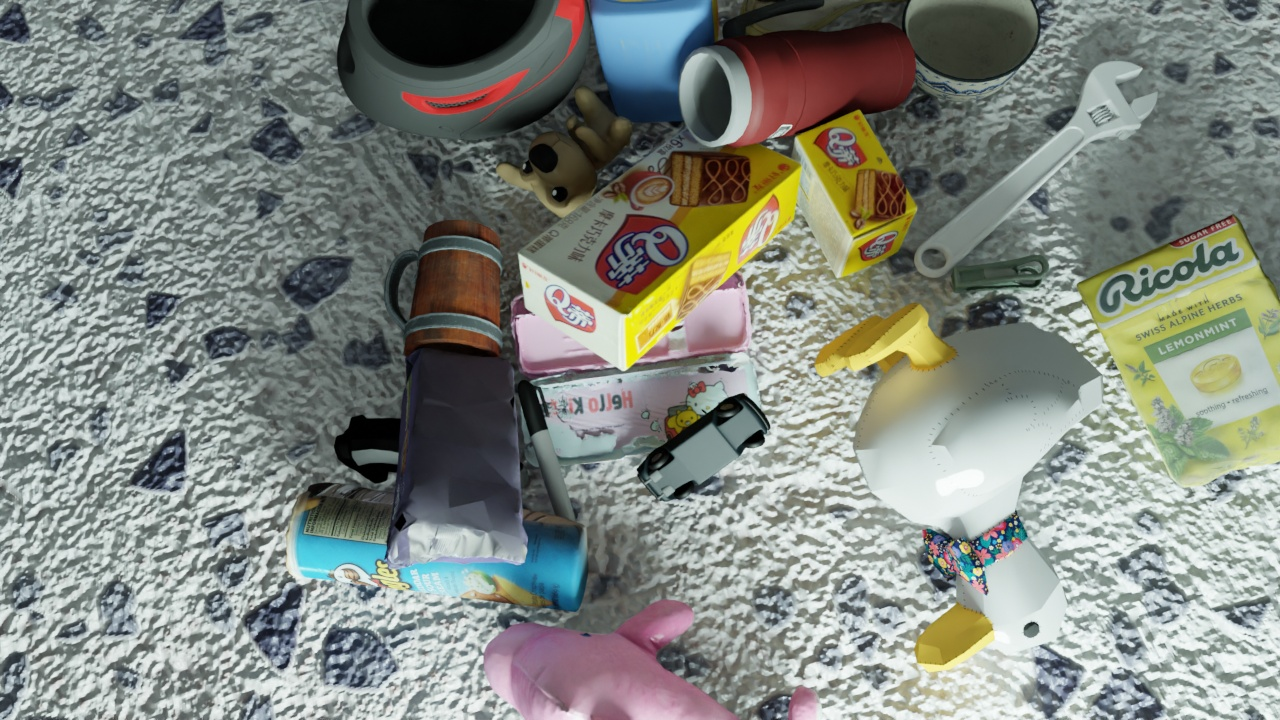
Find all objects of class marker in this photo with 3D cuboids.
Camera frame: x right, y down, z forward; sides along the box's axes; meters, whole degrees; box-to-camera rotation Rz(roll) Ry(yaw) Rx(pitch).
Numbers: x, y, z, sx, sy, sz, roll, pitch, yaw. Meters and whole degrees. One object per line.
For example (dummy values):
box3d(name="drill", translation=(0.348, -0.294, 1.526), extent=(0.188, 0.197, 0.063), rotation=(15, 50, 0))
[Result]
box3d(name="marker", translation=(-0.074, 0.081, 0.753), extent=(0.022, 0.016, 0.138), rotation=(-18, 89, -14))

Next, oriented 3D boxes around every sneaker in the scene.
box3d(name="sneaker", translation=(0.203, -0.373, 0.831), extent=(0.241, 0.102, 0.089), rotation=(-25, 72, -3))

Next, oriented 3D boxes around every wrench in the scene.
box3d(name="wrench", translation=(0.343, -0.165, 0.800), extent=(0.273, 0.018, 0.066), rotation=(-40, 73, -6))

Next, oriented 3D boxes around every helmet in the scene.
box3d(name="helmet", translation=(-0.150, -0.277, 0.799), extent=(0.265, 0.169, 0.164), rotation=(1, 86, 17))

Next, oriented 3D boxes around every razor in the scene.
box3d(name="razor", translation=(-0.169, 0.080, 0.760), extent=(0.156, 0.057, 0.060), rotation=(5, 118, 6))

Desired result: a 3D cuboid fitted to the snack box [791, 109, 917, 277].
box3d(name="snack box", translation=(0.175, -0.138, 0.773), extent=(0.061, 0.084, 0.105), rotation=(-23, 72, -3))

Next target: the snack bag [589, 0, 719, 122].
box3d(name="snack bag", translation=(0.018, -0.340, 0.810), extent=(0.102, 0.159, 0.205), rotation=(-1, 72, 7))

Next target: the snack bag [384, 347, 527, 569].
box3d(name="snack bag", translation=(-0.138, 0.070, 0.697), extent=(0.096, 0.059, 0.205), rotation=(7, 40, -17))

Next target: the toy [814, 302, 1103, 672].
box3d(name="toy", translation=(0.247, 0.078, 0.680), extent=(0.246, 0.141, 0.267), rotation=(-38, 91, -8))

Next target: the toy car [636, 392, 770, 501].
box3d(name="toy car", translation=(0.050, 0.070, 0.733), extent=(0.112, 0.034, 0.046), rotation=(-37, 106, 10))

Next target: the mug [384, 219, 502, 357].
box3d(name="mug", translation=(-0.173, -0.053, 0.792), extent=(0.118, 0.081, 0.111), rotation=(-9, 68, 24))

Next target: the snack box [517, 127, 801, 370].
box3d(name="snack box", translation=(0.021, -0.101, 0.740), extent=(0.110, 0.062, 0.229), rotation=(33, 57, 25))

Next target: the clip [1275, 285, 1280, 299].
box3d(name="clip", translation=(0.525, 0.000, 0.705), extent=(0.151, 0.091, 0.125), rotation=(-16, 75, 11))

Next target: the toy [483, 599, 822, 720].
box3d(name="toy", translation=(0.004, 0.267, 0.648), extent=(0.265, 0.128, 0.186), rotation=(24, 81, 4))

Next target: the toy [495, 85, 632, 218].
box3d(name="toy", translation=(-0.056, -0.174, 0.805), extent=(0.134, 0.105, 0.108), rotation=(43, 92, 19))

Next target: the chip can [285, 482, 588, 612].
box3d(name="chip can", translation=(-0.156, 0.146, 0.724), extent=(0.229, 0.080, 0.079), rotation=(6, 74, 6))

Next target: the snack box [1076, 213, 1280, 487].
box3d(name="snack box", translation=(0.432, -0.004, 0.703), extent=(0.121, 0.045, 0.180), rotation=(-26, 70, 29))

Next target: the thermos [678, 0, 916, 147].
box3d(name="thermos", translation=(0.130, -0.245, 0.765), extent=(0.198, 0.084, 0.108), rotation=(-18, 101, -29))

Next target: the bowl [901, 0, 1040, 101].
box3d(name="bowl", translation=(0.287, -0.282, 0.818), extent=(0.115, 0.059, 0.115), rotation=(-2, 73, 5))

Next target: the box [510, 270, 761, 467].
box3d(name="box", translation=(-0.004, 0.005, 0.775), extent=(0.201, 0.044, 0.154), rotation=(-7, 90, 4))

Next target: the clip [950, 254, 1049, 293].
box3d(name="clip", translation=(0.301, -0.071, 0.771), extent=(0.074, 0.035, 0.023), rotation=(-5, 74, 10))
